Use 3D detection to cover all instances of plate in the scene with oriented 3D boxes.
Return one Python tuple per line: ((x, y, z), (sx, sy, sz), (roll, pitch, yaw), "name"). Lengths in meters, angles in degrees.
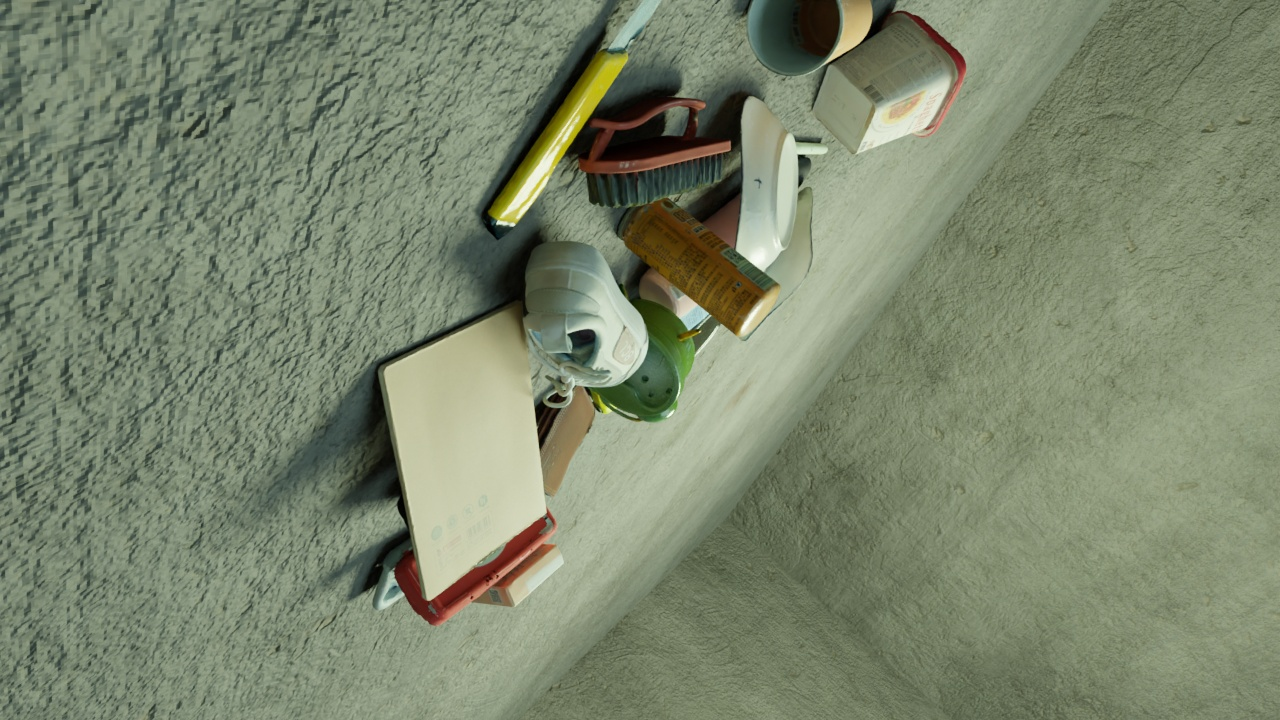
((0.125, -0.162, 0.877), (0.163, 0.034, 0.164), (-19, 112, -70), "plate")
((0.149, -0.120, 1.099), (0.165, 0.034, 0.163), (-49, -154, 48), "plate")
((0.071, -0.034, 1.229), (0.179, 0.024, 0.180), (-45, 164, -17), "plate")

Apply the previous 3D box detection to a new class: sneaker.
((-0.045, -0.007, 0.784), (0.242, 0.089, 0.090), (69, 23, -68), "sneaker")

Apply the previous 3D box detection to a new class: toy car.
((-0.033, 0.031, 1.057), (0.048, 0.032, 0.105), (-41, 157, -16), "toy car")

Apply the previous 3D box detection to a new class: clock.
((-0.006, 0.005, 0.939), (0.055, 0.116, 0.162), (-49, 166, -44), "clock")

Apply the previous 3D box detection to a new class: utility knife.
((-0.038, -0.170, 0.599), (0.224, 0.015, 0.033), (-51, 164, 17), "utility knife")

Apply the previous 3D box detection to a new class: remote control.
((0.171, -0.212, 1.075), (0.136, 0.024, 0.053), (-26, 154, -55), "remote control")

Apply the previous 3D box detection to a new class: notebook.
((-0.134, 0.071, 0.738), (0.147, 0.008, 0.208), (-33, 128, -46), "notebook")

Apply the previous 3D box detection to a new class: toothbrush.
((0.182, -0.240, 1.052), (0.189, 0.029, 0.020), (-26, 112, -59), "toothbrush")

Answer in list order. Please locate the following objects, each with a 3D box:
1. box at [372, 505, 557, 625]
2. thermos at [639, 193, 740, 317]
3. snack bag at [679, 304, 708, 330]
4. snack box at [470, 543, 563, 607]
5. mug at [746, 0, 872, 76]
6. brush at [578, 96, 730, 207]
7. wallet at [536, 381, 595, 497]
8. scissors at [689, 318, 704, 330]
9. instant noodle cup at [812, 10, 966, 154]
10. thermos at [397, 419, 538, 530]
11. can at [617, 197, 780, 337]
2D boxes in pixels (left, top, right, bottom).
((-0.192, 0.206, 0.981), (0.101, 0.095, 0.200), (-38, 176, 39), "box")
((0.085, -0.118, 0.963), (0.198, 0.067, 0.087), (-40, -167, -31), "thermos")
((0.064, -0.064, 1.028), (0.190, 0.039, 0.110), (-38, 176, -21), "snack bag")
((-0.169, 0.239, 1.038), (0.158, 0.026, 0.084), (-8, -161, 42), "snack box")
((0.145, -0.279, 0.752), (0.122, 0.078, 0.078), (-36, 161, -55), "mug")
((0.006, -0.158, 0.686), (0.145, 0.063, 0.069), (-28, 124, -50), "brush")
((-0.091, 0.083, 1.001), (0.124, 0.032, 0.101), (-63, 163, -11), "wallet")
((0.018, -0.027, 1.101), (0.159, 0.014, 0.182), (-6, 134, -54), "scissors")
((0.263, -0.294, 0.993), (0.124, 0.116, 0.116), (-29, 159, -21), "instant noodle cup")
((-0.152, 0.104, 0.824), (0.143, 0.093, 0.093), (-59, 164, 8), "thermos")
((0.051, -0.086, 0.807), (0.058, 0.146, 0.058), (-45, 164, -17), "can")
